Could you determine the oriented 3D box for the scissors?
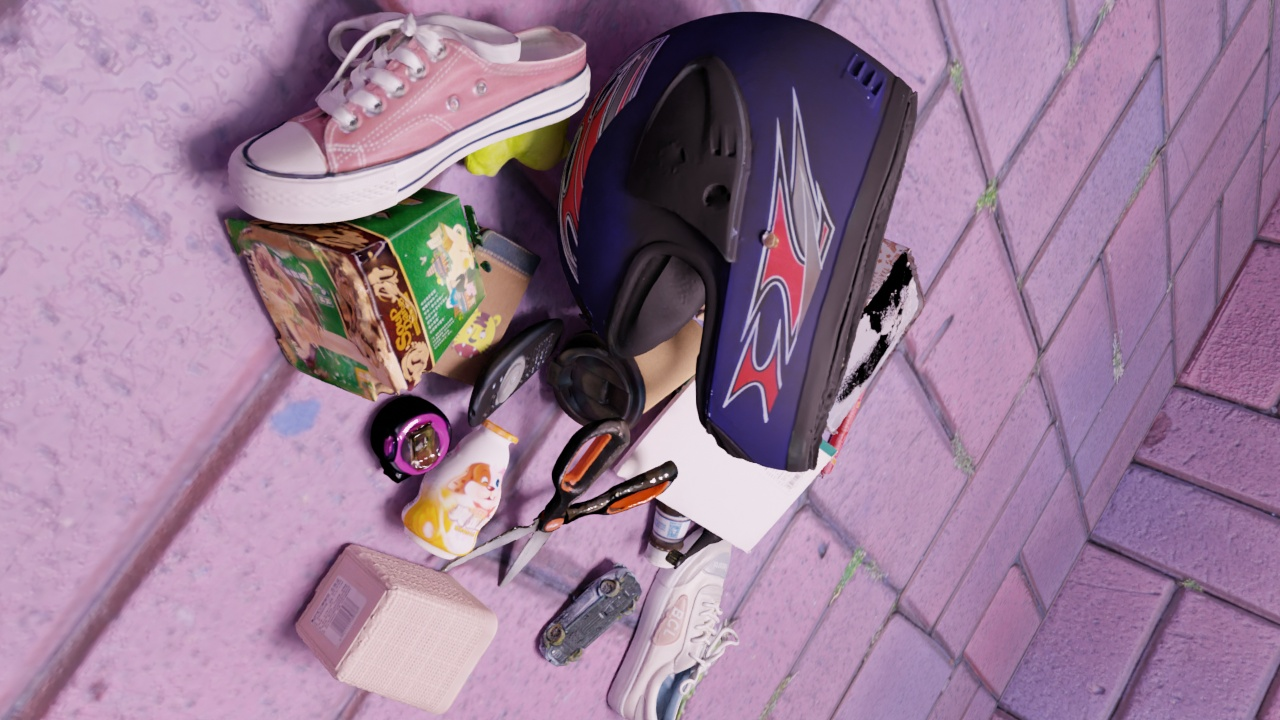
[{"bbox_3d":[-0.058,0.125,0.784,0.234,0.021,0.221,-14,144,-32],"label":"scissors"}]

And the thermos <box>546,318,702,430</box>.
[{"bbox_3d":[-0.005,0.005,0.805,0.142,0.093,0.093,-27,128,-48],"label":"thermos"}]

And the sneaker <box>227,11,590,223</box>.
[{"bbox_3d":[-0.134,-0.163,0.545,0.240,0.118,0.088,-30,143,-25],"label":"sneaker"}]

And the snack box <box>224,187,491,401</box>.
[{"bbox_3d":[-0.168,-0.054,0.582,0.105,0.118,0.118,-46,141,-39],"label":"snack box"}]

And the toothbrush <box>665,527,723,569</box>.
[{"bbox_3d":[0.081,0.183,0.992,0.212,0.027,0.026,-18,138,-60],"label":"toothbrush"}]

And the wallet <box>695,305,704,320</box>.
[{"bbox_3d":[0.100,-0.062,0.869,0.087,0.024,0.115,-38,166,19],"label":"wallet"}]

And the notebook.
[{"bbox_3d":[0.092,0.100,0.921,0.209,0.012,0.150,36,97,-34],"label":"notebook"}]

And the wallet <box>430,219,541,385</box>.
[{"bbox_3d":[-0.130,-0.043,0.681,0.090,0.033,0.115,23,96,-52],"label":"wallet"}]

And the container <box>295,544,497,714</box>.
[{"bbox_3d":[-0.189,0.204,0.705,0.090,0.090,0.111,-58,137,-8],"label":"container"}]

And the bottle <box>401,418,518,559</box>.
[{"bbox_3d":[-0.139,0.099,0.720,0.063,0.063,0.108,38,81,-50],"label":"bottle"}]

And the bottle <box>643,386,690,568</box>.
[{"bbox_3d":[0.044,0.122,0.950,0.079,0.044,0.195,0,111,-40],"label":"bottle"}]

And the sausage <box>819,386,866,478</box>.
[{"bbox_3d":[0.264,0.081,1.189,0.020,0.020,0.156,12,101,-50],"label":"sausage"}]

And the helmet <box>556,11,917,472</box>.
[{"bbox_3d":[0.056,-0.096,0.683,0.247,0.240,0.315,21,85,-74],"label":"helmet"}]

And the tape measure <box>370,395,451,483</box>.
[{"bbox_3d":[-0.169,0.057,0.683,0.056,0.039,0.058,-29,129,-35],"label":"tape measure"}]

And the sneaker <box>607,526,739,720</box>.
[{"bbox_3d":[0.053,0.303,1.020,0.089,0.091,0.242,26,90,-52],"label":"sneaker"}]

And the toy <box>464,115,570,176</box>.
[{"bbox_3d":[-0.089,-0.171,0.656,0.100,0.031,0.097,-45,135,-21],"label":"toy"}]

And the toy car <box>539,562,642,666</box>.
[{"bbox_3d":[-0.051,0.256,0.924,0.120,0.037,0.054,-42,137,-10],"label":"toy car"}]

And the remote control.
[{"bbox_3d":[-0.101,0.004,0.717,0.136,0.024,0.053,-48,165,-54],"label":"remote control"}]

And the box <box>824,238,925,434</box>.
[{"bbox_3d":[0.209,-0.013,0.974,0.178,0.110,0.259,-53,148,-8],"label":"box"}]
